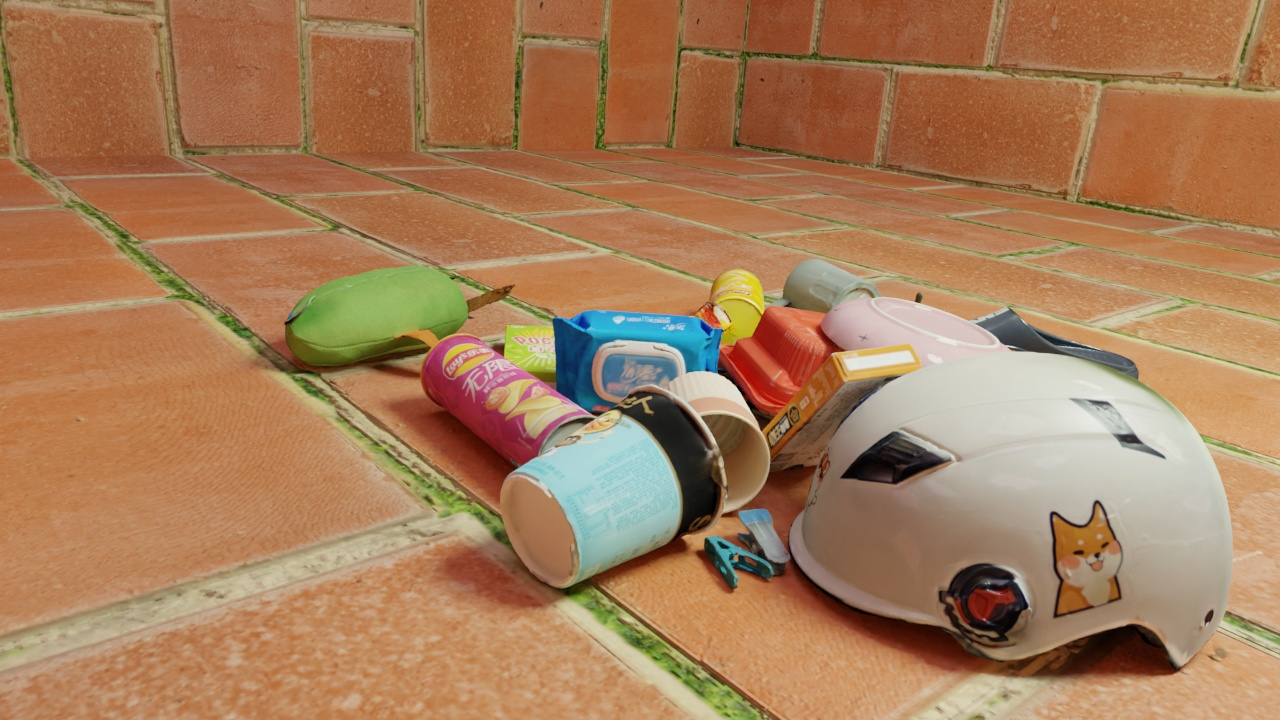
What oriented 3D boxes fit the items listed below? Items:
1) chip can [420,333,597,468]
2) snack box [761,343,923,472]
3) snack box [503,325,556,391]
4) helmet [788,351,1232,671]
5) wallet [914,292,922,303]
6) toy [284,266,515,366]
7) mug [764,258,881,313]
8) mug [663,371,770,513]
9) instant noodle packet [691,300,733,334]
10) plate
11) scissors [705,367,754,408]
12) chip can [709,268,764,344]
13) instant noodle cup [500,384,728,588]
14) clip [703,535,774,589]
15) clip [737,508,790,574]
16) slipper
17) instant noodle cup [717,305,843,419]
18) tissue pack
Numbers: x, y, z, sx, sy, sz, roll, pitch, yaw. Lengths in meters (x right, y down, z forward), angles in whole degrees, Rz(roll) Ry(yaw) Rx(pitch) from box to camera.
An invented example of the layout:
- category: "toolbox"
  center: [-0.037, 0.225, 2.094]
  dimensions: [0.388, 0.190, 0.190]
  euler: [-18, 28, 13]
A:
- category: "chip can"
  center: [-0.108, 0.041, 0.758]
  dimensions: [0.071, 0.071, 0.211]
  euler: [-9, 23, -34]
- category: "snack box"
  center: [0.147, 0.042, 0.714]
  dimensions: [0.075, 0.154, 0.026]
  euler: [-6, 60, -26]
- category: "snack box"
  center: [-0.101, -0.003, 0.962]
  dimensions: [0.085, 0.026, 0.156]
  euler: [2, 18, -7]
- category: "helmet"
  center: [0.243, 0.074, 0.602]
  dimensions: [0.274, 0.157, 0.229]
  euler: [6, 18, 6]
- category: "wallet"
  center: [0.297, -0.016, 1.001]
  dimensions: [0.119, 0.035, 0.131]
  euler: [-42, 31, -7]
- category: "toy"
  center: [-0.265, -0.051, 0.972]
  dimensions: [0.227, 0.090, 0.246]
  euler: [20, 28, 41]
- category: "mug"
  center: [0.226, -0.066, 1.158]
  dimensions: [0.123, 0.084, 0.103]
  euler: [-30, 30, -13]
- category: "mug"
  center: [0.037, 0.067, 0.719]
  dimensions: [0.114, 0.082, 0.105]
  euler: [-25, 16, 6]
- category: "instant noodle packet"
  center: [0.022, -0.019, 0.947]
  dimensions: [0.129, 0.044, 0.110]
  euler: [-21, 2, 33]
- category: "plate"
  center: [0.264, -0.019, 0.846]
  dimensions: [0.192, 0.039, 0.192]
  euler: [14, 19, -5]
- category: "scissors"
  center: [0.126, 0.017, 0.968]
  dimensions: [0.201, 0.015, 0.206]
  euler: [1, 18, -9]
- category: "chip can"
  center: [0.113, -0.060, 1.081]
  dimensions: [0.072, 0.072, 0.213]
  euler: [6, 15, 6]
- category: "instant noodle cup"
  center: [-0.022, 0.087, 0.601]
  dimensions: [0.120, 0.111, 0.111]
  euler: [-23, 32, -39]
- category: "clip"
  center: [0.061, 0.133, 0.613]
  dimensions: [0.032, 0.013, 0.054]
  euler: [-6, 23, -30]
- category: "clip"
  center: [0.086, 0.127, 0.631]
  dimensions: [0.026, 0.042, 0.058]
  euler: [0, 22, -15]
- category: "slipper"
  center: [0.428, -0.022, 1.042]
  dimensions: [0.268, 0.083, 0.110]
  euler: [6, 17, 4]
- category: "instant noodle cup"
  center: [0.182, 0.006, 0.896]
  dimensions: [0.188, 0.079, 0.164]
  euler: [9, 20, -19]
- category: "tissue pack"
  center: [-0.005, 0.005, 0.853]
  dimensions: [0.157, 0.095, 0.052]
  euler: [4, 25, 1]
